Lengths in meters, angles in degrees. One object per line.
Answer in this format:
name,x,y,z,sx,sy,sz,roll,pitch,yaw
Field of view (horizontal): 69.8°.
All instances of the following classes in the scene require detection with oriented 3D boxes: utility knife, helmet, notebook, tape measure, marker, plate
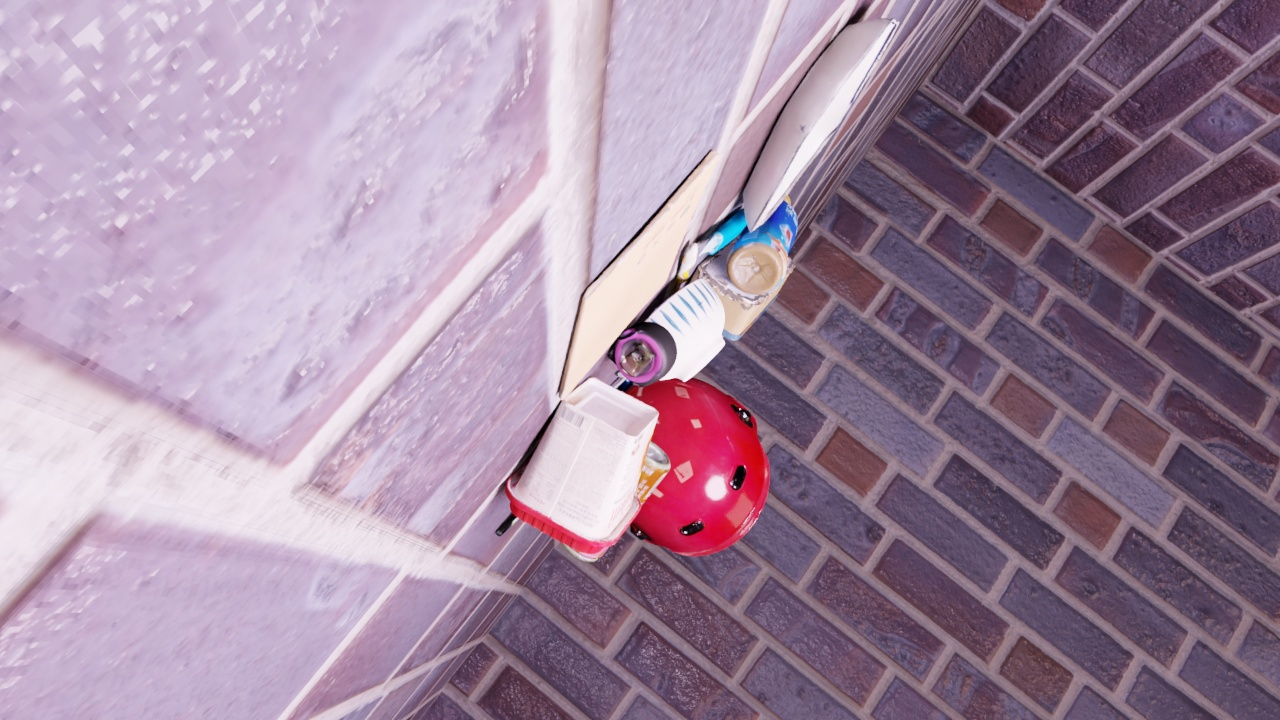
utility knife,0.084,-0.128,0.933,0.034,0.018,0.187,-52,177,24
helmet,0.035,0.113,1.113,0.207,0.144,0.240,-48,-146,3
notebook,-0.007,-0.055,0.693,0.147,0.008,0.208,-50,174,-21
tape measure,0.003,-0.006,0.856,0.058,0.057,0.039,-45,178,30
marker,-0.132,0.168,1.103,0.123,0.015,0.018,-44,170,-39
plate,0.157,-0.221,0.867,0.161,0.034,0.266,-51,175,-17

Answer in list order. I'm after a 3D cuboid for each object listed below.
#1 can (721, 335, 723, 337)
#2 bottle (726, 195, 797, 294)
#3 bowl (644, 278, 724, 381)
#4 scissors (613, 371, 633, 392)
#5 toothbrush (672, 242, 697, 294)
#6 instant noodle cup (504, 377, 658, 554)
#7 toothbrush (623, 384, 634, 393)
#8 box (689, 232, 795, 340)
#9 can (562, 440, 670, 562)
can,0.088,-0.034,1.415,0.146,0.058,0.058,-48,173,-43
bottle,0.149,-0.148,1.076,0.065,0.065,0.218,-55,-176,32
bowl,0.043,-0.021,0.935,0.116,0.066,0.116,-41,172,-7
scissors,-0.013,0.016,1.124,0.163,0.012,0.161,-47,173,-31
toothbrush,0.045,-0.083,0.913,0.016,0.018,0.191,-53,176,-10
instant noodle cup,-0.047,0.093,0.851,0.124,0.117,0.116,-67,169,23
toothbrush,-0.031,0.062,1.238,0.029,0.021,0.190,4,129,-44
box,0.120,-0.096,1.099,0.183,0.090,0.061,-38,161,-56
can,-0.029,0.155,1.030,0.147,0.058,0.057,-53,175,16
